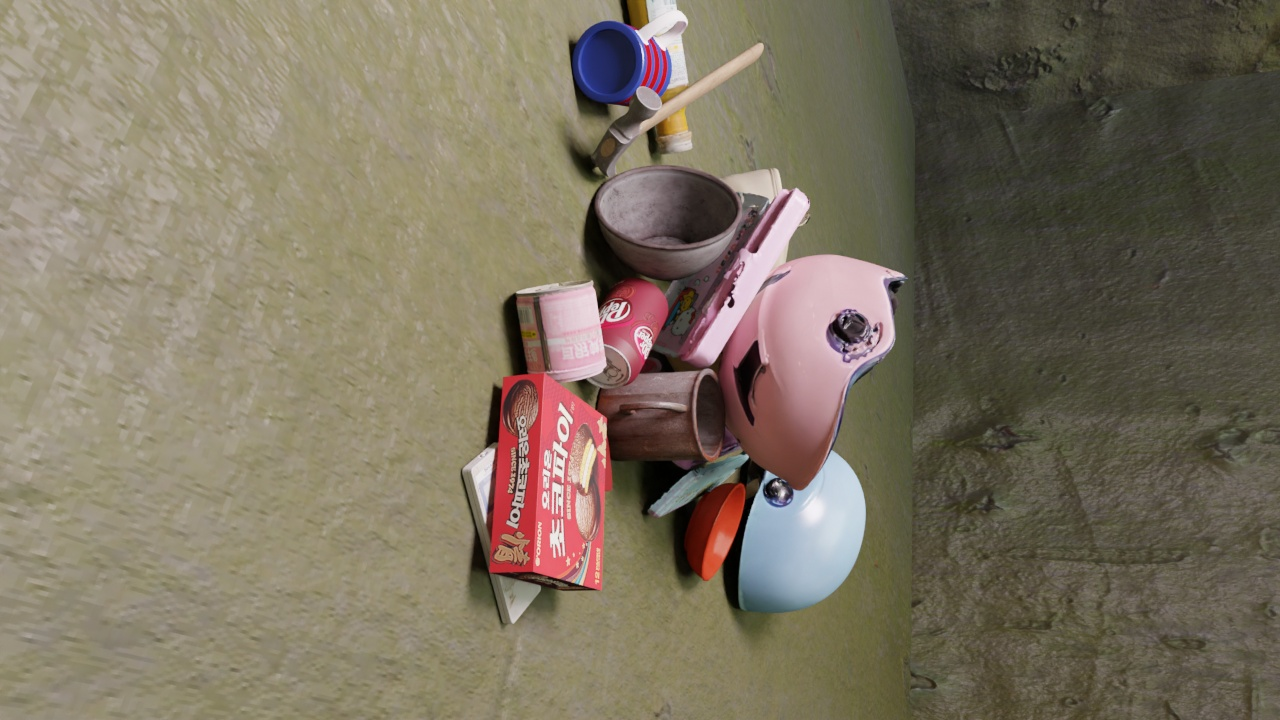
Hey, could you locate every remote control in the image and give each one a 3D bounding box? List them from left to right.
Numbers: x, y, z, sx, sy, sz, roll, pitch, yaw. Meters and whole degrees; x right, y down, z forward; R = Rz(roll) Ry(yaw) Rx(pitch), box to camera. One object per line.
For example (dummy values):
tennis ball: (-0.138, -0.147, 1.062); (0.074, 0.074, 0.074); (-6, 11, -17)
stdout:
remote control: (-0.107, 0.135, 0.719); (0.050, 0.011, 0.136); (-44, 127, -60)

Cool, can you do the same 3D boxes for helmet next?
helmet: (0.162, 0.001, 0.954); (0.230, 0.152, 0.254); (112, 0, -65)
helmet: (0.221, 0.232, 1.271); (0.226, 0.167, 0.264); (76, 33, -44)

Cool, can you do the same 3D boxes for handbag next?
handbag: (0.161, -0.138, 1.122); (0.229, 0.132, 0.183); (74, 5, -51)

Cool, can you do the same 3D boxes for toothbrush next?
toothbrush: (-0.006, 0.006, 0.965); (0.134, 0.016, 0.021); (3, 85, -69)

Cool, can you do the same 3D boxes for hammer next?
hammer: (0.051, -0.283, 0.966); (0.031, 0.120, 0.330); (44, 46, -2)

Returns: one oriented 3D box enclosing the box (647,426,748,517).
box: (0.054, 0.113, 1.064); (0.093, 0.090, 0.213); (-53, 163, 16)

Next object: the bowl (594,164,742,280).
bowl: (0.026, -0.130, 0.921); (0.144, 0.145, 0.067); (-67, 165, -45)

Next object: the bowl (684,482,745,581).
bowl: (0.084, 0.197, 1.085); (0.121, 0.035, 0.122); (-50, 151, -43)

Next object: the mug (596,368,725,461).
mug: (0.014, 0.053, 0.891); (0.123, 0.110, 0.096); (29, 55, -62)

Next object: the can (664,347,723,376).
can: (0.082, -0.023, 1.073); (0.131, 0.073, 0.100); (58, 37, -26)

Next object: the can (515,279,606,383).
can: (-0.066, -0.024, 0.764); (0.067, 0.067, 0.076); (-29, 113, -64)

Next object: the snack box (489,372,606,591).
snack box: (-0.071, 0.104, 0.751); (0.132, 0.036, 0.152); (44, 44, -62)

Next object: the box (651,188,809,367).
box: (0.090, -0.085, 0.949); (0.059, 0.156, 0.201); (34, 85, -19)

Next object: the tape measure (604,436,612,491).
tape measure: (-0.047, 0.093, 0.852); (0.051, 0.019, 0.059); (16, 66, -63)

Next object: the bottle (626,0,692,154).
bottle: (0.024, -0.327, 1.025); (0.053, 0.053, 0.186); (-44, 127, -60)

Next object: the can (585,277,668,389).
can: (-0.017, -0.027, 0.881); (0.113, 0.063, 0.063); (-63, 142, -49)

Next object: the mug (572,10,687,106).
mug: (-0.004, -0.299, 0.892); (0.075, 0.112, 0.076); (56, 25, 4)
